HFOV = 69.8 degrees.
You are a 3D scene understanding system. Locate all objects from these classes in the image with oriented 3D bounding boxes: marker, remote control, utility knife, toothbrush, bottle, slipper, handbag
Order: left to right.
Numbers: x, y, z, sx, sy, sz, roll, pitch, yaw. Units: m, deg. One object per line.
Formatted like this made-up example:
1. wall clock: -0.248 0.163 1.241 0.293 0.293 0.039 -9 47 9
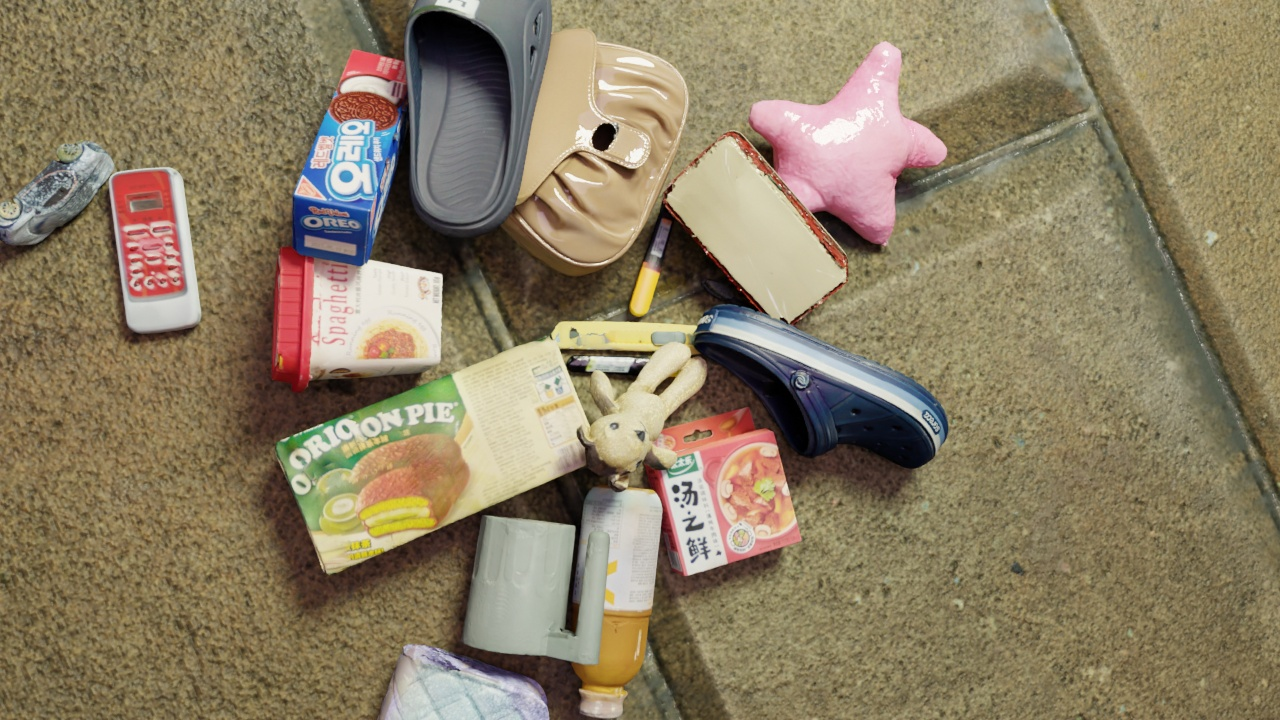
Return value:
1. remote control: -0.398 -0.091 0.753 0.055 0.020 0.136 -8 86 -13
2. handbag: -0.158 0.339 0.731 0.134 0.076 0.193 19 79 -5
3. slipper: -0.131 -0.234 0.722 0.110 0.083 0.268 4 80 0
4. handbag: -0.046 -0.182 0.795 0.147 0.100 0.204 24 80 -12
5. bottle: -0.023 0.201 0.776 0.068 0.068 0.189 8 82 -11
6. utility knife: -0.006 -0.019 0.833 0.151 0.018 0.031 0 78 -7
7. marker: -0.005 0.005 0.829 0.124 0.015 0.018 2 90 -9
8. marker: 0.014 -0.098 0.844 0.018 0.015 0.123 19 78 -11
9. toothbrush: 0.139 -0.029 0.862 0.189 0.017 0.014 29 79 -9
10. slipper: 0.157 0.037 0.812 0.253 0.105 0.095 28 80 -8

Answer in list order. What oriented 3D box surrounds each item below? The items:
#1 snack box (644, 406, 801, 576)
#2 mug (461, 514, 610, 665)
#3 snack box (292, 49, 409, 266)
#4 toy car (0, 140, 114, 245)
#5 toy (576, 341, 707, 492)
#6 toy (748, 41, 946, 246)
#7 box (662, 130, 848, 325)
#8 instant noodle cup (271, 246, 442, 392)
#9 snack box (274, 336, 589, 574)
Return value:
1. snack box: 0.070 0.114 0.817 0.113 0.044 0.127 -14 87 -13
2. mug: -0.081 0.183 0.746 0.124 0.083 0.103 1 79 30
3. snack box: -0.221 -0.165 0.725 0.058 0.057 0.207 11 47 -12
4. toy car: -0.464 -0.130 0.729 0.031 0.049 0.105 41 79 -2
5. toy: 0.006 0.041 0.770 0.105 0.066 0.156 53 46 -11
6. toy: 0.188 -0.181 0.860 0.194 0.074 0.178 -28 105 -2
7. box: 0.104 -0.115 0.809 0.091 0.079 0.168 -40 99 20
8. instant noodle cup: -0.229 -0.033 0.741 0.124 0.117 0.116 2 83 -23
9. snack box: -0.163 0.076 0.763 0.239 0.063 0.114 -23 89 -13
